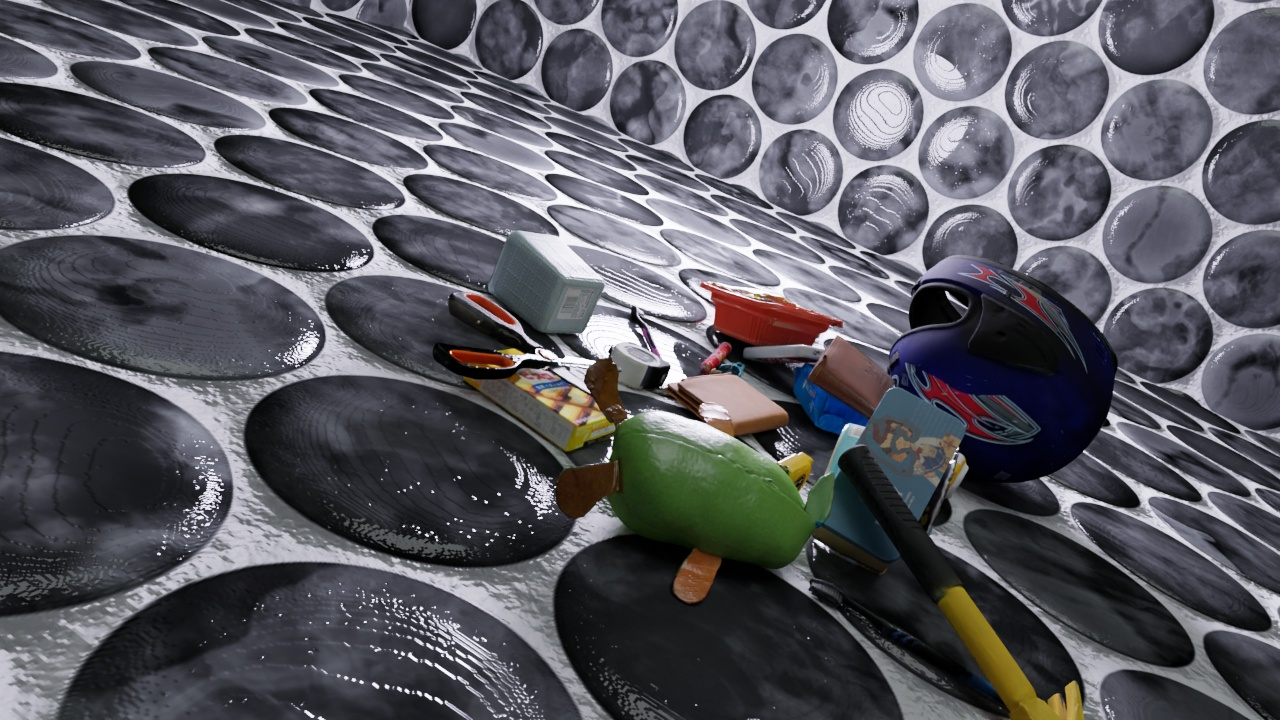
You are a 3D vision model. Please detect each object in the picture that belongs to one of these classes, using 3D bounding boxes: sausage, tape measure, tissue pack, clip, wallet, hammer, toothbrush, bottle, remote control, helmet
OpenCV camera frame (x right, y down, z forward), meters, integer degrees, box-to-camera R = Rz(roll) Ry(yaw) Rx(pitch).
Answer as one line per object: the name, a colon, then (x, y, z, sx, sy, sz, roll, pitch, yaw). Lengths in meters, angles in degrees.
sausage: (0.104, -0.004, 1.247, 0.020, 0.020, 0.155, 27, 20, 9)
tape measure: (-0.006, 0.006, 1.074, 0.066, 0.034, 0.065, 31, 18, 25)
tissue pack: (0.257, 0.056, 1.213, 0.095, 0.052, 0.157, 21, 19, -13)
clip: (0.128, 0.013, 1.239, 0.034, 0.013, 0.054, 32, 23, 20)
wallet: (0.103, 0.050, 1.086, 0.108, 0.031, 0.131, 38, 23, 29)
hammer: (0.256, 0.194, 0.763, 0.128, 0.033, 0.300, 6, 42, -41)
toothbrush: (0.224, 0.235, 0.761, 0.189, 0.014, 0.016, 30, 21, 16)
wallet: (0.272, 0.024, 1.172, 0.101, 0.032, 0.124, 37, 31, 7)
bottle: (0.339, 0.121, 1.115, 0.108, 0.063, 0.063, 31, 21, 21)
tape measure: (0.142, 0.118, 0.909, 0.029, 0.057, 0.059, 36, 27, 26)
toothbrush: (0.011, -0.034, 1.231, 0.017, 0.014, 0.189, 29, 17, -23)
remote control: (0.201, -0.007, 1.279, 0.055, 0.020, 0.136, 9, -6, -30)
helmet: (0.453, 0.022, 1.231, 0.240, 0.248, 0.315, -38, 59, -18)

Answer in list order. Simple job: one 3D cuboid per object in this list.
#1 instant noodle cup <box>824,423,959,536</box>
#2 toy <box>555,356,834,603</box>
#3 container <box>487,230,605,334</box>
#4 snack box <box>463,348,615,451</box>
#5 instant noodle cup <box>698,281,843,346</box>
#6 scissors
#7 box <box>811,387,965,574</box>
instant noodle cup: (0.262, 0.125, 0.979, 0.120, 0.111, 0.111, 20, 18, 17)
toy: (0.046, 0.107, 0.779, 0.246, 0.090, 0.226, 26, 44, -12)
container: (-0.113, -0.092, 1.135, 0.089, 0.090, 0.111, 0, 33, -49)
snack box: (-0.095, 0.035, 0.901, 0.140, 0.034, 0.086, 30, 19, 25)
instant noodle cup: (0.190, -0.062, 1.373, 0.164, 0.079, 0.189, 10, 8, -32)
scissors: (-0.116, -0.006, 0.911, 0.221, 0.022, 0.234, 40, 24, 31)
box: (0.233, 0.119, 0.881, 0.090, 0.062, 0.183, 28, 63, 15)
